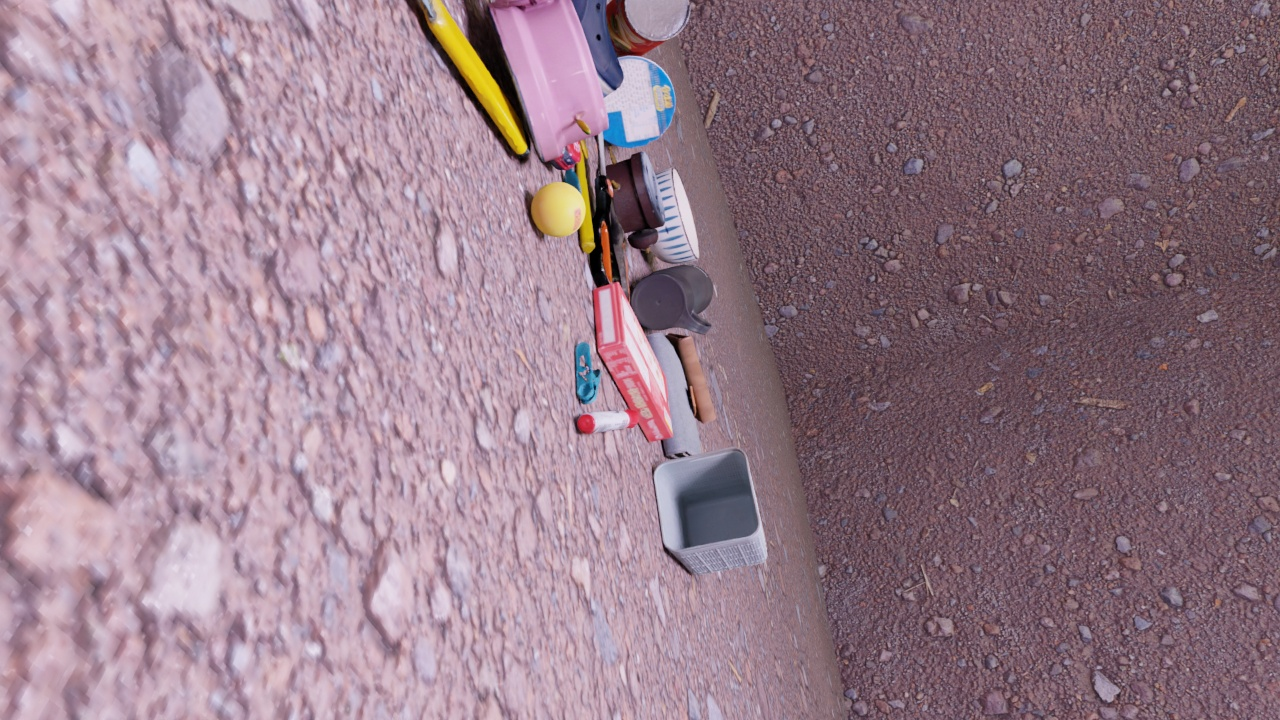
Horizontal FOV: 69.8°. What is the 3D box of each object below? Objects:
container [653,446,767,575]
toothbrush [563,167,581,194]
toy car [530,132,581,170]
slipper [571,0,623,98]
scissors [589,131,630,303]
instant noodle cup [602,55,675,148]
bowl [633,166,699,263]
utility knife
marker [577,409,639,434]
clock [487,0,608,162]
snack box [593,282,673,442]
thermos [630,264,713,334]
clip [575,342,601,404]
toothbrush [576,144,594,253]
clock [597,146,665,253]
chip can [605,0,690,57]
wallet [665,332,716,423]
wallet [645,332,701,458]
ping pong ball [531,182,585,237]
[{"bbox_3d":[0.072,0.150,0.883,0.111,0.090,0.089,62,17,-60],"label":"container"},{"bbox_3d":[-0.076,-0.227,0.823,0.018,0.016,0.191,70,8,-79],"label":"toothbrush"},{"bbox_3d":[-0.071,-0.219,0.761,0.053,0.045,0.120,24,54,-74],"label":"toy car"},{"bbox_3d":[-0.064,-0.382,0.885,0.105,0.095,0.253,-71,142,-66],"label":"slipper"},{"bbox_3d":[-0.036,-0.161,0.882,0.139,0.022,0.235,0,80,-76],"label":"scissors"},{"bbox_3d":[-0.010,-0.288,1.050,0.110,0.099,0.099,-76,150,-82],"label":"instant noodle cup"},{"bbox_3d":[0.026,-0.171,1.120,0.116,0.066,0.116,-14,89,-78],"label":"bowl"},{"bbox_3d":[-0.110,-0.189,0.599,0.176,0.015,0.033,54,16,-61],"label":"utility knife"},{"bbox_3d":[-0.024,0.047,0.719,0.145,0.017,0.017,11,65,-78],"label":"marker"},{"bbox_3d":[-0.072,-0.228,0.672,0.117,0.060,0.158,-126,-164,-85],"label":"clock"},{"bbox_3d":[-0.005,0.005,0.844,0.153,0.025,0.075,63,16,-49],"label":"snack box"},{"bbox_3d":[0.047,-0.066,1.060,0.090,0.068,0.242,40,13,2],"label":"thermos"},{"bbox_3d":[-0.040,0.013,0.694,0.055,0.013,0.034,-92,163,-56],"label":"clip"},{"bbox_3d":[-0.052,-0.173,0.864,0.016,0.017,0.189,63,17,-50],"label":"toothbrush"},{"bbox_3d":[-0.006,-0.170,0.993,0.122,0.055,0.082,64,15,-49],"label":"clock"},{"bbox_3d":[-0.008,-0.369,1.008,0.216,0.073,0.073,-142,-147,-72],"label":"chip can"},{"bbox_3d":[0.056,0.018,1.083,0.115,0.020,0.101,-159,-128,-80],"label":"wallet"},{"bbox_3d":[0.040,0.043,0.992,0.106,0.037,0.129,38,39,-71],"label":"wallet"},{"bbox_3d":[-0.061,-0.111,0.678,0.040,0.040,0.040,-14,89,-79],"label":"ping pong ball"}]
